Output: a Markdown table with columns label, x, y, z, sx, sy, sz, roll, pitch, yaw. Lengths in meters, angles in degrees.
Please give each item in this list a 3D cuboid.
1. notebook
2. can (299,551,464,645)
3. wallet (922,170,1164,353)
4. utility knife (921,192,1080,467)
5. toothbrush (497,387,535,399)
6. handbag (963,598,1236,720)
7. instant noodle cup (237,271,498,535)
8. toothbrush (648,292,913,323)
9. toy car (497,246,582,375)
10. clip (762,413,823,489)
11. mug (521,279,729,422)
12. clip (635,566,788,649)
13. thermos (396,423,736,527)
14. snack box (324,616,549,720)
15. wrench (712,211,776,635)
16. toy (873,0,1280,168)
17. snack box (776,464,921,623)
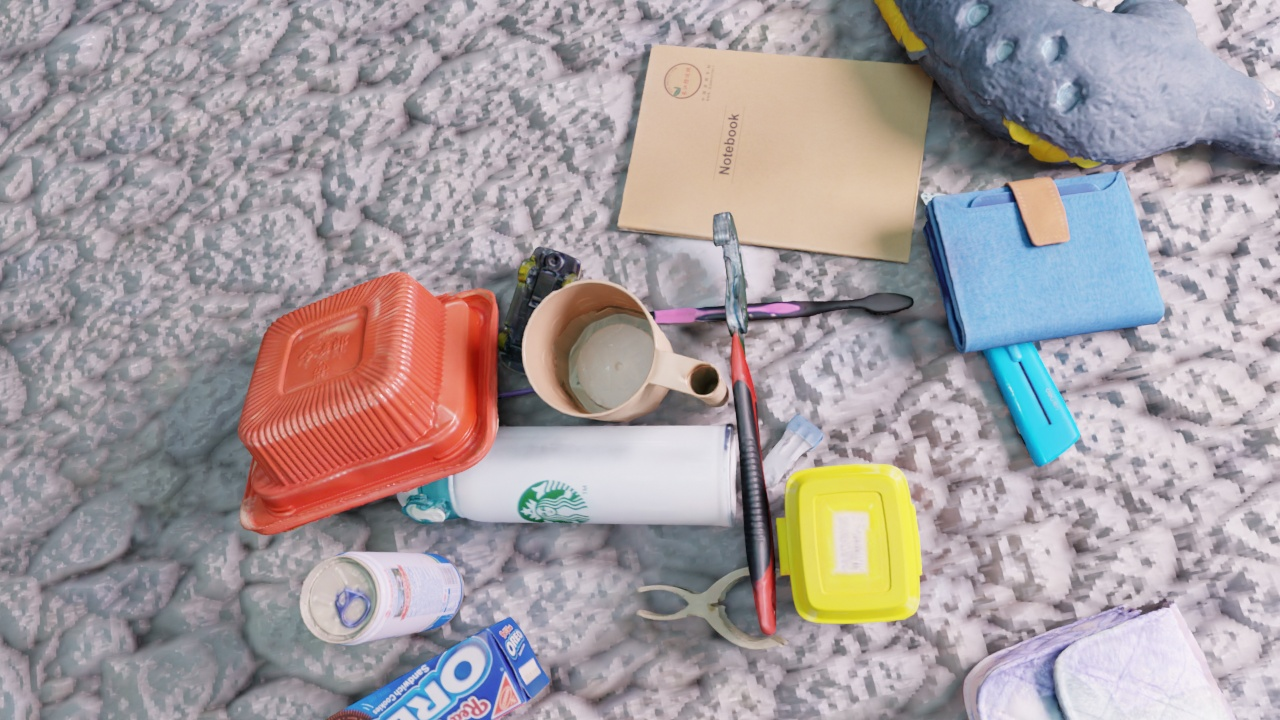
| label | x | y | z | sx | sy | sz | roll | pitch | yaw |
| --- | --- | --- | --- | --- | --- | --- | --- | --- | --- |
| notebook | 0.096 | -0.152 | 0.661 | 0.208 | 0.008 | 0.147 | 9 | 80 | 11 |
| can | -0.159 | 0.148 | 0.581 | 0.053 | 0.134 | 0.053 | -2 | 78 | 9 |
| wallet | 0.258 | -0.065 | 0.591 | 0.133 | 0.040 | 0.106 | -8 | 76 | -3 |
| utility knife | 0.233 | -0.027 | 0.608 | 0.034 | 0.018 | 0.199 | -22 | 75 | 6 |
| toothbrush | -0.152 | 0.037 | 0.665 | 0.189 | 0.014 | 0.016 | -10 | 85 | 8 |
| handbag | 0.279 | 0.247 | 0.515 | 0.134 | 0.075 | 0.193 | -23 | 77 | 4 |
| instant noodle cup | -0.190 | 0.017 | 0.611 | 0.189 | 0.079 | 0.164 | -20 | 44 | 11 |
| toothbrush | 0.091 | -0.034 | 0.638 | 0.189 | 0.018 | 0.014 | -3 | 77 | 13 |
| toy car | -0.070 | -0.033 | 0.653 | 0.042 | 0.035 | 0.090 | 19 | 90 | 15 |
| clip | 0.096 | 0.062 | 0.613 | 0.025 | 0.031 | 0.057 | 42 | 84 | 13 |
| mug | -0.004 | 0.003 | 0.596 | 0.125 | 0.103 | 0.084 | 15 | 86 | 11 |
| clip | 0.053 | 0.170 | 0.592 | 0.103 | 0.035 | 0.092 | -24 | 75 | 9 |
| thermos | -0.050 | 0.078 | 0.609 | 0.224 | 0.073 | 0.073 | -1 | 79 | 10 |
| snack box | -0.165 | 0.244 | 0.604 | 0.207 | 0.058 | 0.057 | -30 | 78 | 3 |
| wrench | 0.068 | 0.034 | 0.587 | 0.016 | 0.056 | 0.273 | -9 | 73 | 15 |
| toy | 0.278 | -0.196 | 0.604 | 0.356 | 0.092 | 0.137 | 29 | 57 | 13 |
| snack box | 0.126 | 0.113 | 0.566 | 0.082 | 0.080 | 0.091 | -4 | 78 | 8 |
